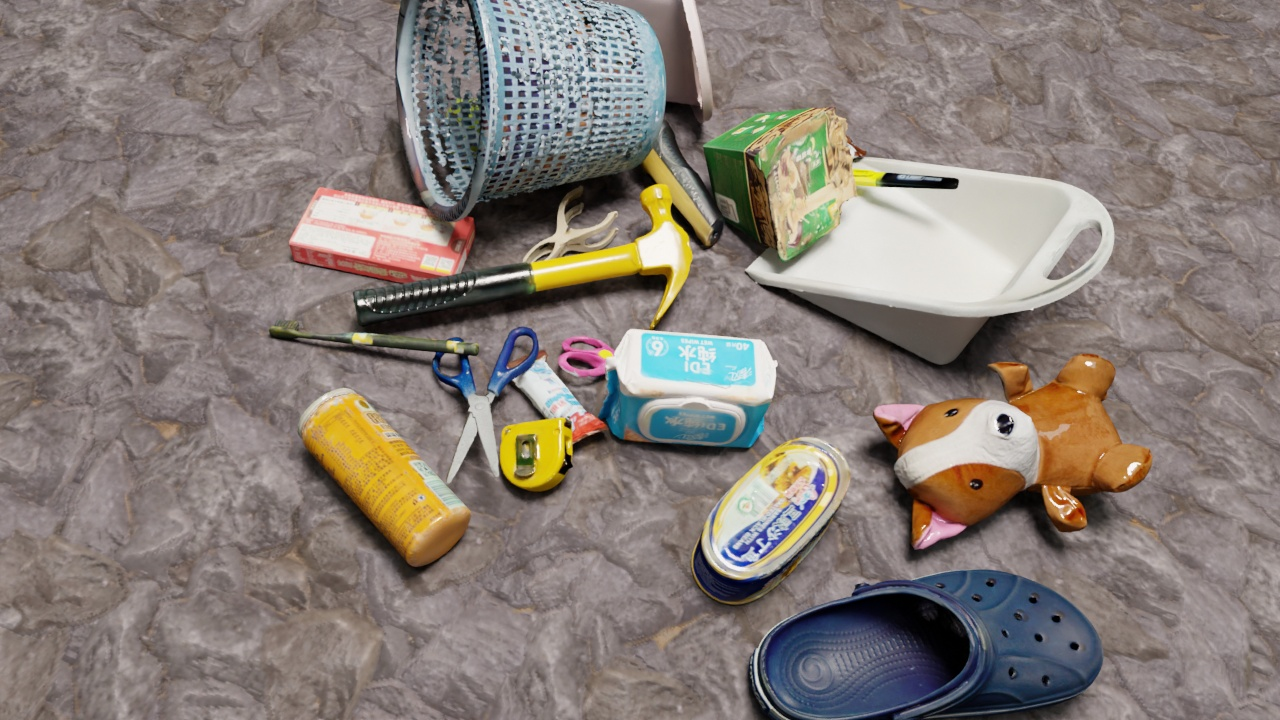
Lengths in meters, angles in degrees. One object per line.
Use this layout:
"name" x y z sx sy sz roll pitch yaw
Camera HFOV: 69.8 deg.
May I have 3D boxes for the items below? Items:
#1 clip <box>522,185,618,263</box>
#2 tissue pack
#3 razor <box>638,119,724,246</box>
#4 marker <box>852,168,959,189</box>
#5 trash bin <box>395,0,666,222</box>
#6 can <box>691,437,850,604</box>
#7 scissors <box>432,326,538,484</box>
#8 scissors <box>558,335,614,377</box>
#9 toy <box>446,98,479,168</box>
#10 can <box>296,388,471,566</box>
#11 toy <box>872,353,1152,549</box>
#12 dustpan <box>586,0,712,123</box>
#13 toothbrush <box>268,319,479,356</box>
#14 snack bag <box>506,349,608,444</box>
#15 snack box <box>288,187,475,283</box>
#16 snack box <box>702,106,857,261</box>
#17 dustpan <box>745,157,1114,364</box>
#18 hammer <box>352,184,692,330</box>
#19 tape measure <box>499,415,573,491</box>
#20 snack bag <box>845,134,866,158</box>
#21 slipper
"clip" -0.057 -0.114 0.864 0.094 0.035 0.102 16 60 7
"tissue pack" 0.038 0.027 0.743 0.140 0.090 0.063 5 55 -3
"razor" 0.028 -0.181 0.913 0.068 0.062 0.167 -37 69 7
"marker" 0.252 -0.179 0.904 0.124 0.015 0.018 12 50 35
"trash bin" -0.094 -0.243 0.830 0.194 0.227 0.226 -8 56 -30
"can" 0.101 0.121 0.710 0.074 0.049 0.147 41 61 20
"scissors" -0.135 0.029 0.745 0.155 0.012 0.165 18 51 30
"scissors" -0.005 0.005 0.799 0.133 0.017 0.054 10 39 -3
"toy" -0.157 -0.229 0.933 0.097 0.031 0.100 22 60 4
"can" -0.195 0.087 0.697 0.058 0.058 0.146 -38 67 -27
"toy" 0.293 0.070 0.729 0.199 0.131 0.140 -10 63 -1
"dustpan" 0.035 -0.383 0.954 0.139 0.223 0.272 9 67 15
"toothbrush" -0.226 -0.019 0.780 0.186 0.012 0.017 5 44 8
"snack bag" -0.073 0.031 0.767 0.048 0.026 0.104 -25 62 -26
"snack box" -0.236 -0.112 0.848 0.153 0.026 0.075 11 54 1
"snack box" 0.125 -0.177 0.877 0.117 0.118 0.106 -35 36 -26
"dustpan" 0.273 -0.118 0.837 0.258 0.143 0.222 36 59 16
"hammer" -0.098 -0.072 0.810 0.300 0.033 0.128 -11 77 -12
"tape measure" -0.083 0.073 0.722 0.060 0.029 0.057 -9 71 20
"snack bag" 0.186 -0.215 0.962 0.105 0.026 0.045 -24 52 -21
"slipper" 0.202 0.197 0.645 0.252 0.095 0.105 -7 59 -6
